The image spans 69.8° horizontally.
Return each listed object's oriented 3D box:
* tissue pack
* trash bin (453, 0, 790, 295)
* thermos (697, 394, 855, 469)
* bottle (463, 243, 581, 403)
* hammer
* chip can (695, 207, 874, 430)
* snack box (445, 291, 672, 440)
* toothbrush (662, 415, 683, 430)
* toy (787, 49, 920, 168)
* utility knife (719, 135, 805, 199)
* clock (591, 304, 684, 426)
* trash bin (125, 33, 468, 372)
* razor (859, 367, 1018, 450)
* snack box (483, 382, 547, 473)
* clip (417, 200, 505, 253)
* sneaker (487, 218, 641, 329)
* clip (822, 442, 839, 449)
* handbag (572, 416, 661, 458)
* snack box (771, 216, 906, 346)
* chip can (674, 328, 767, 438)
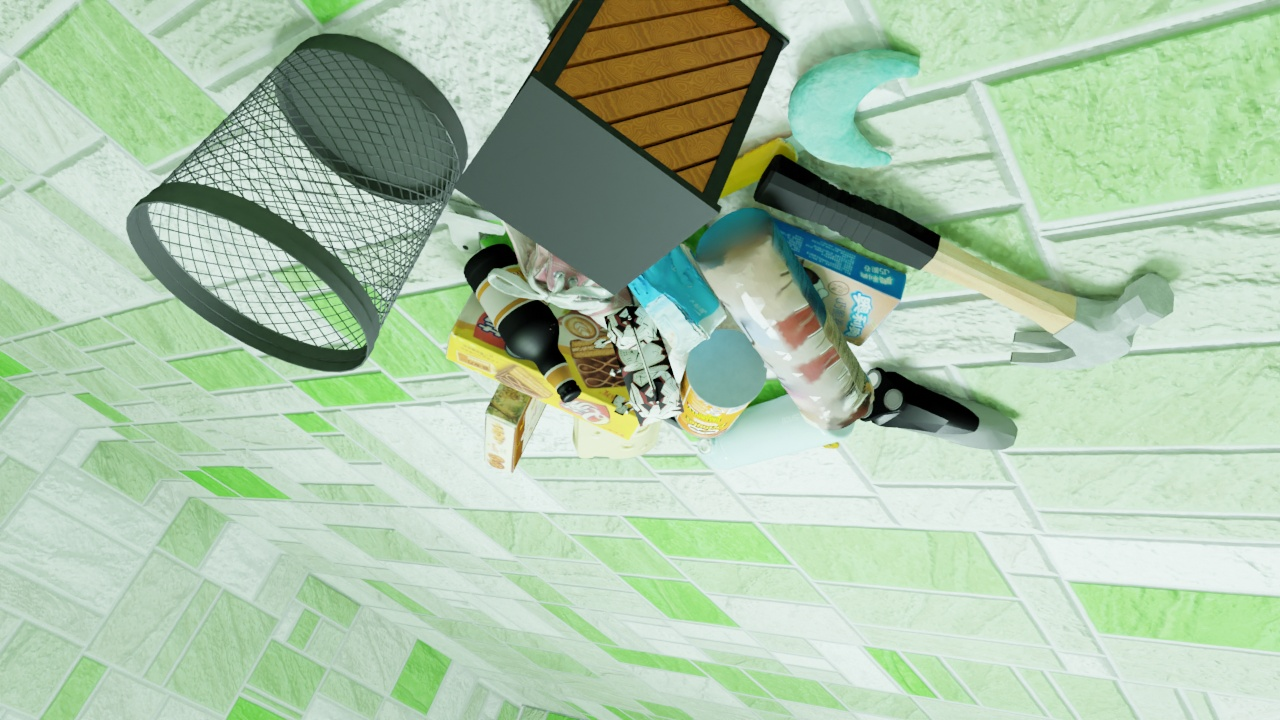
[{"bbox_3d":[0.035,-0.063,0.830,0.062,0.144,0.093,-34,96,10],"label":"tissue pack"},{"bbox_3d":[-0.012,-0.174,0.649,0.139,0.171,0.140,33,149,-17],"label":"trash bin"},{"bbox_3d":[0.148,0.079,1.048,0.077,0.065,0.207,-6,169,-37],"label":"thermos"},{"bbox_3d":[-0.117,-0.035,0.957,0.181,0.059,0.059,57,154,16],"label":"bottle"},{"bbox_3d":[0.248,-0.081,0.745,0.328,0.039,0.131,24,152,-5],"label":"hammer"},{"bbox_3d":[0.131,-0.029,0.806,0.080,0.079,0.229,-3,141,38],"label":"chip can"},{"bbox_3d":[-0.090,-0.010,1.024,0.230,0.109,0.062,25,149,-3],"label":"snack box"},{"bbox_3d":[0.078,0.095,1.138,0.013,0.013,0.167,17,168,45],"label":"toothbrush"},{"bbox_3d":[0.150,-0.183,0.669,0.085,0.033,0.105,7,147,5],"label":"toy"},{"bbox_3d":[0.084,-0.155,0.769,0.030,0.017,0.179,35,148,-29],"label":"utility knife"},{"bbox_3d":[-0.005,0.005,0.882,0.065,0.114,0.154,-18,176,-1],"label":"clock"},{"bbox_3d":[-0.290,-0.145,0.829,0.218,0.226,0.218,17,149,10],"label":"trash bin"},{"bbox_3d":[0.300,0.055,0.922,0.156,0.057,0.060,17,179,-5],"label":"razor"},{"bbox_3d":[-0.140,0.043,1.107,0.041,0.146,0.143,22,151,3],"label":"snack box"},{"bbox_3d":[-0.179,-0.147,0.970,0.102,0.050,0.058,18,156,11],"label":"clip"},{"bbox_3d":[-0.072,-0.090,0.906,0.118,0.087,0.241,-5,142,38],"label":"sneaker"},{"bbox_3d":[0.209,0.084,1.065,0.048,0.044,0.054,-11,167,-34],"label":"clip"},{"bbox_3d":[-0.028,0.064,1.130,0.111,0.081,0.119,7,146,0],"label":"handbag"},{"bbox_3d":[0.153,-0.073,0.835,0.151,0.034,0.087,23,150,-1],"label":"snack box"},{"bbox_3d":[0.077,0.030,0.945,0.075,0.075,0.215,21,168,3],"label":"chip can"}]
